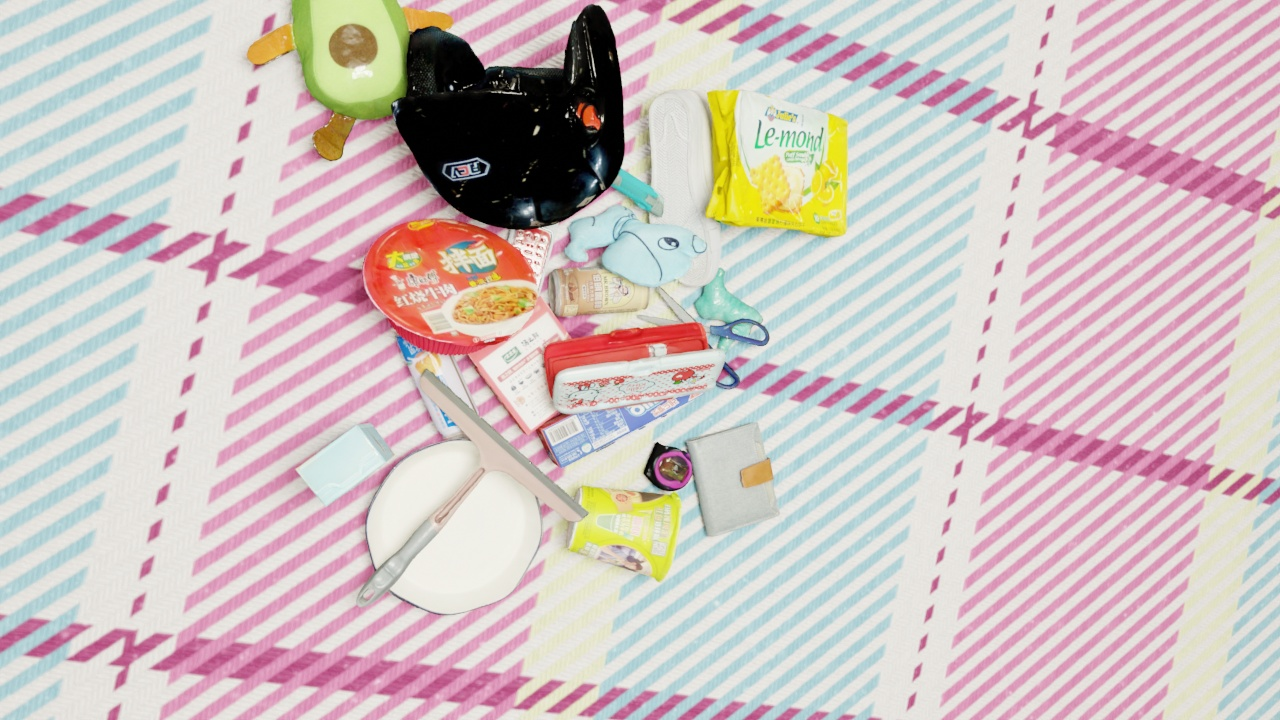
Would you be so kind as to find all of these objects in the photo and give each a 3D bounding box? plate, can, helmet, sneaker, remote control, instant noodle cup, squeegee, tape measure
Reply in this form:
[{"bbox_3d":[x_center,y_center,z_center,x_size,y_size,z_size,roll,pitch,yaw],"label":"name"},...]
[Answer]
[{"bbox_3d":[-0.220,0.194,1.089,0.204,0.045,0.205,-1,92,-15],"label":"plate"},{"bbox_3d":[-0.051,-0.086,1.120,0.116,0.058,0.058,-4,93,-16],"label":"can"},{"bbox_3d":[-0.134,-0.253,0.991,0.234,0.273,0.230,1,116,26],"label":"helmet"},{"bbox_3d":[0.065,-0.215,1.143,0.090,0.090,0.242,-34,123,-53],"label":"sneaker"},{"bbox_3d":[-0.139,-0.123,1.114,0.056,0.020,0.136,16,88,-15],"label":"remote control"},{"bbox_3d":[-0.216,-0.073,1.036,0.193,0.066,0.193,12,46,-12],"label":"instant noodle cup"},{"bbox_3d":[-0.232,0.182,1.042,0.247,0.040,0.249,42,87,2],"label":"squeegee"},{"bbox_3d":[0.037,0.137,1.161,0.058,0.039,0.057,26,84,-15],"label":"tape measure"},{"bbox_3d":[-0.024,0.203,1.117,0.123,0.112,0.111,13,88,-8],"label":"instant noodle cup"},{"bbox_3d":[-0.236,0.022,1.074,0.053,0.053,0.134,-25,98,-14],"label":"can"}]

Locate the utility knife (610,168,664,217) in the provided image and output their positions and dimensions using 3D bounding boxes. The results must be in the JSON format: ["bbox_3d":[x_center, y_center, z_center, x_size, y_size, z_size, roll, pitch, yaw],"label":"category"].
[{"bbox_3d":[-0.048,-0.232,1.118,0.187,0.013,0.029,32,105,2],"label":"utility knife"}]

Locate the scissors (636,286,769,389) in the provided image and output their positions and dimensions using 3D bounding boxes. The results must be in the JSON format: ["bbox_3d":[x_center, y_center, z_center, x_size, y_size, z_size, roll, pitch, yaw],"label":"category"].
[{"bbox_3d":[0.086,-0.034,1.168,0.163,0.012,0.162,-19,109,8],"label":"scissors"}]

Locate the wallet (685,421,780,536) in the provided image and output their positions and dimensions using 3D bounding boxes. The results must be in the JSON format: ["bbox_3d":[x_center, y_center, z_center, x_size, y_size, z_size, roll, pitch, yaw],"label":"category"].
[{"bbox_3d":[0.123,0.153,1.188,0.106,0.037,0.130,-14,96,-14],"label":"wallet"}]

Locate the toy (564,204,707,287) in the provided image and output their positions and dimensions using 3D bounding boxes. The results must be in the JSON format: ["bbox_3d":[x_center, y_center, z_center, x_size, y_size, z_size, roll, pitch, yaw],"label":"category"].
[{"bbox_3d":[-0.005,-0.135,1.100,0.161,0.050,0.156,-19,55,-12],"label":"toy"}]

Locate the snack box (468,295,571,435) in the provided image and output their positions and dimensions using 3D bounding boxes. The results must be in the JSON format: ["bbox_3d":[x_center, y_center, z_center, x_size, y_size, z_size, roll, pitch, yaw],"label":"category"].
[{"bbox_3d":[-0.132,0.006,1.108,0.113,0.044,0.127,-37,102,-11],"label":"snack box"}]

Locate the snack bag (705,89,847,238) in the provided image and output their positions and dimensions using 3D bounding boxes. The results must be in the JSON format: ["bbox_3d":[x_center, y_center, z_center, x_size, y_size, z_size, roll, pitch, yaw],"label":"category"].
[{"bbox_3d":[0.168,-0.234,1.132,0.246,0.068,0.158,-1,92,-43],"label":"snack bag"}]

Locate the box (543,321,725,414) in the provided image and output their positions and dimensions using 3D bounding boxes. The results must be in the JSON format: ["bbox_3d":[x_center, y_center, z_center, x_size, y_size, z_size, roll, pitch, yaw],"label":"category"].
[{"bbox_3d":[-0.005,0.008,1.060,0.201,0.099,0.095,-8,87,-13],"label":"box"}]

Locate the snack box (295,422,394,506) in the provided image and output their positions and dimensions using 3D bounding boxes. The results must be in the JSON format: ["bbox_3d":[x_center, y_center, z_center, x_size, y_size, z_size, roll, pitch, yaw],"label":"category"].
[{"bbox_3d":[-0.314,0.109,0.993,0.074,0.175,0.051,-37,95,-11],"label":"snack box"}]

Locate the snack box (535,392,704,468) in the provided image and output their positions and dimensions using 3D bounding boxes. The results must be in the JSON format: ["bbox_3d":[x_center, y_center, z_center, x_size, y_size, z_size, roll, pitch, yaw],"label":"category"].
[{"bbox_3d":[-0.024,0.061,1.132,0.207,0.058,0.057,-27,97,-13],"label":"snack box"}]

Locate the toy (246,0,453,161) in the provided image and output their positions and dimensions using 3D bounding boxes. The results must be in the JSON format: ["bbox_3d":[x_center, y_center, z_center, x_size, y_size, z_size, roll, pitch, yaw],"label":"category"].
[{"bbox_3d":[-0.318,-0.351,1.022,0.226,0.090,0.247,-17,99,-21],"label":"toy"}]

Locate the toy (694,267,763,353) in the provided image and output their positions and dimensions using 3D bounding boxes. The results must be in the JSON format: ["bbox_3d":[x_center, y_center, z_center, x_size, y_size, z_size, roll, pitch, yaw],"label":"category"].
[{"bbox_3d":[0.112,-0.058,1.182,0.092,0.030,0.096,30,95,-13],"label":"toy"}]
